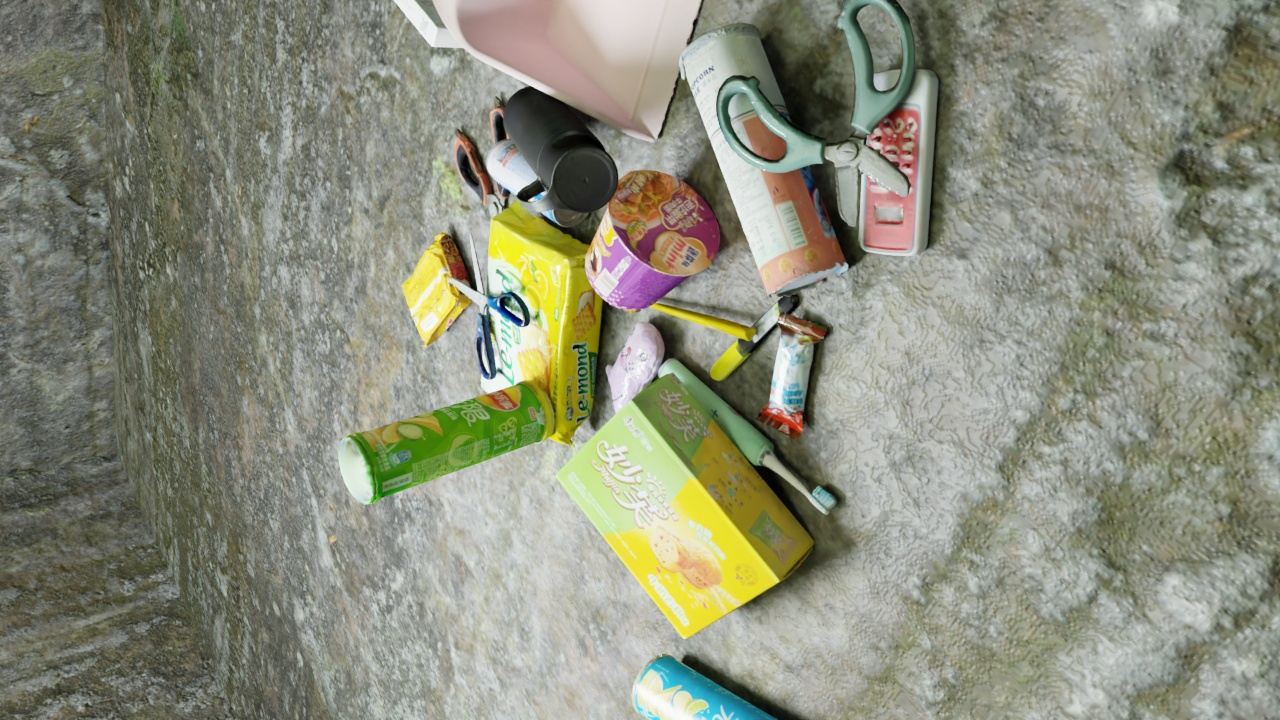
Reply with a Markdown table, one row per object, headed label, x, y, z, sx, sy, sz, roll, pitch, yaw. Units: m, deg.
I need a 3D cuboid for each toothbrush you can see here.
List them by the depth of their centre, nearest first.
| label | x | y | z | sx | sy | sz | roll | pitch | yaw |
| --- | --- | --- | --- | --- | --- | --- | --- | --- | --- |
| toothbrush | 0.094 | 0.069 | 0.852 | 0.027 | 0.026 | 0.224 | -52 | 55 | 6 |
| toothbrush | 0.040 | -0.041 | 0.884 | 0.190 | 0.015 | 0.017 | 19 | 119 | 50 |

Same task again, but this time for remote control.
| label | x | y | z | sx | sy | sz | roll | pitch | yaw |
| --- | --- | --- | --- | --- | --- | --- | --- | --- | --- |
| remote control | 0.192 | -0.147 | 0.687 | 0.056 | 0.020 | 0.136 | 16 | 112 | 47 |

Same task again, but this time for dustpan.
| label | x | y | z | sx | sy | sz | roll | pitch | yaw |
| --- | --- | --- | --- | --- | --- | --- | --- | --- | --- |
| dustpan | -0.080 | -0.353 | 0.858 | 0.273 | 0.138 | 0.223 | 41 | 127 | 36 |

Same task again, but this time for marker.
| label | x | y | z | sx | sy | sz | roll | pitch | yaw |
| --- | --- | --- | --- | --- | --- | --- | --- | --- | --- |
| marker | 0.103 | -0.021 | 0.830 | 0.124 | 0.015 | 0.018 | -49 | 57 | 41 |

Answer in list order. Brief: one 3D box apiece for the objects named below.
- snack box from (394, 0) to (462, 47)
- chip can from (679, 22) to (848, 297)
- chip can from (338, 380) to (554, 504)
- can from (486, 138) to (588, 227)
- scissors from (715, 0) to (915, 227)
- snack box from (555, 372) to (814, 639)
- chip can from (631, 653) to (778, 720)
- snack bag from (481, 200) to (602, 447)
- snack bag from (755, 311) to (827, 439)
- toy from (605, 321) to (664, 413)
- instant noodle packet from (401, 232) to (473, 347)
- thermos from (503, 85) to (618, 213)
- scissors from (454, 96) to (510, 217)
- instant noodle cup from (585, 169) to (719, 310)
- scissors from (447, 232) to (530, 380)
| label | x | y | z | sx | sy | sz | roll | pitch | yaw |
| --- | --- | --- | --- | --- | --- | --- | --- | --- | --- |
| snack box | -0.237 | -0.415 | 1.065 | 0.156 | 0.084 | 0.027 | 53 | 135 | 26 |
| chip can | 0.100 | -0.161 | 0.751 | 0.071 | 0.071 | 0.214 | -28 | 78 | 49 |
| chip can | -0.197 | 0.081 | 0.944 | 0.073 | 0.220 | 0.073 | 23 | 121 | 44 |
| can | -0.112 | -0.196 | 1.001 | 0.134 | 0.053 | 0.053 | 38 | 126 | 37 |
| scissors | 0.145 | -0.196 | 0.676 | 0.170 | 0.019 | 0.181 | 38 | 111 | 20 |
| snack box | 0.036 | 0.140 | 0.866 | 0.210 | 0.069 | 0.158 | 50 | 134 | 7 |
| chip can | 0.085 | 0.365 | 0.905 | 0.210 | 0.071 | 0.071 | 14 | 110 | 47 |
| snack bag | -0.108 | -0.038 | 1.026 | 0.158 | 0.068 | 0.247 | 31 | 123 | 41 |
| snack bag | 0.130 | 0.013 | 0.796 | 0.048 | 0.026 | 0.104 | 24 | 118 | 30 |
| toy | -0.006 | 0.006 | 0.943 | 0.083 | 0.039 | 0.108 | -109 | 34 | -40 |
| instant noodle packet | -0.271 | -0.090 | 1.222 | 0.129 | 0.044 | 0.110 | -41 | 62 | 43 |
| thermos | -0.091 | -0.202 | 0.878 | 0.068 | 0.090 | 0.242 | 63 | 178 | -31 |
| scissors | -0.177 | -0.204 | 1.106 | 0.226 | 0.015 | 0.190 | 56 | 135 | 22 |
| instant noodle cup | 0.004 | -0.105 | 0.859 | 0.111 | 0.111 | 0.099 | 65 | 148 | 14 |
| scissors | -0.176 | -0.057 | 1.039 | 0.173 | 0.012 | 0.162 | 30 | 123 | 42 |
